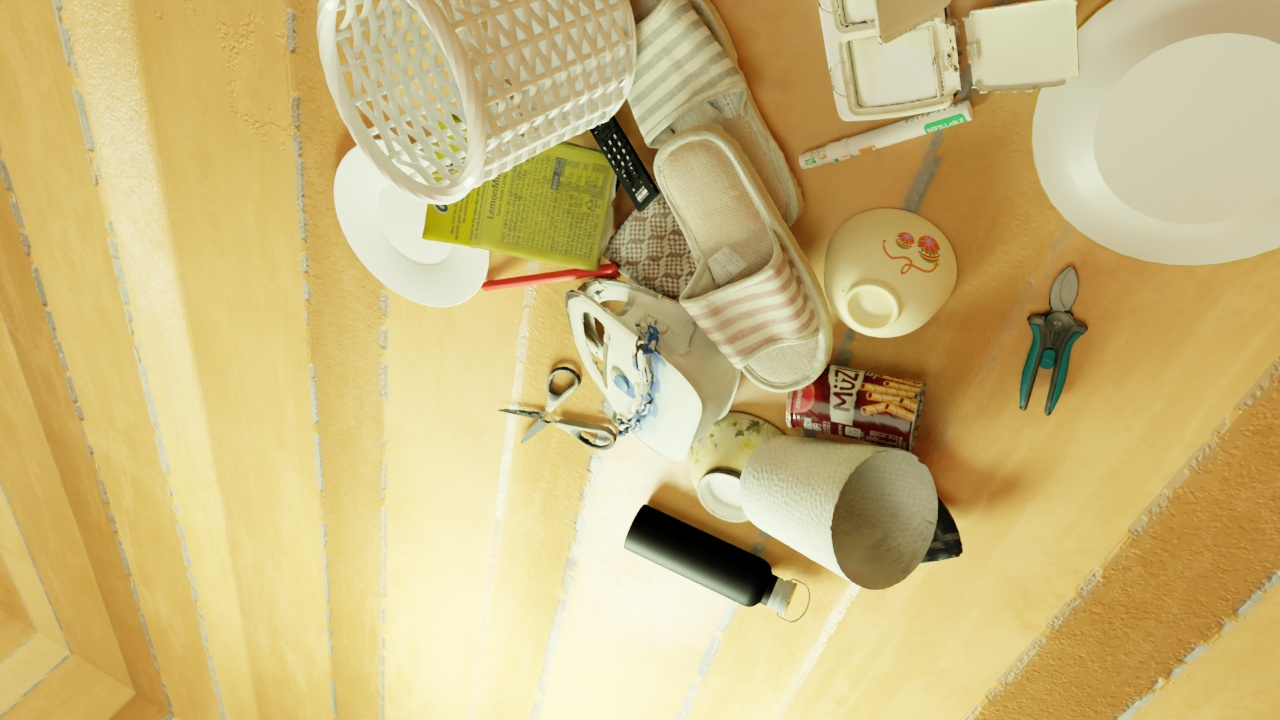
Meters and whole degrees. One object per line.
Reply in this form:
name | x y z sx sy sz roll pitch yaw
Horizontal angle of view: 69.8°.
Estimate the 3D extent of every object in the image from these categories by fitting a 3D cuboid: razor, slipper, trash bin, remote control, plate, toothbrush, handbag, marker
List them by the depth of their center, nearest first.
plate | 0.405 -0.166 0.659 0.230 0.021 0.230 15 130 19
marker | 0.201 -0.186 0.764 0.146 0.017 0.017 -11 117 35
slipper | 0.052 -0.220 0.801 0.115 0.053 0.273 -16 115 42
slipper | 0.087 -0.079 0.817 0.115 0.052 0.263 -16 113 30
remote control | -0.026 -0.203 0.847 0.030 0.009 0.140 -40 74 43
handbag | 0.059 -0.085 0.902 0.186 0.046 0.124 42 141 -5
trash bin | 0.187 0.139 0.912 0.161 0.133 0.133 11 135 60
razor | 0.272 0.151 0.946 0.140 0.063 0.053 50 153 2
handbag | -0.006 0.006 0.950 0.199 0.092 0.201 34 151 17
toothbrush | -0.100 -0.085 0.990 0.213 0.012 0.018 -2 136 42
plate | -0.259 -0.155 1.047 0.209 0.015 0.209 15 130 19

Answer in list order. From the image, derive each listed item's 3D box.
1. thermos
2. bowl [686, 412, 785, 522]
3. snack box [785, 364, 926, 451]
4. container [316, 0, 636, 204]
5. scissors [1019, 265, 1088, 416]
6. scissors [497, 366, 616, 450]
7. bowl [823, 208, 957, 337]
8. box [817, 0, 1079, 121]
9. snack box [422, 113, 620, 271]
thermos | 0.096 0.251 1.121 0.231 0.061 0.061 23 132 13
bowl | 0.106 0.133 1.025 0.145 0.063 0.145 16 129 20
snack box | 0.209 0.042 0.893 0.121 0.072 0.072 11 128 21
container | -0.131 -0.252 0.757 0.189 0.186 0.190 28 137 29
scissors | 0.366 -0.012 0.801 0.139 0.019 0.136 43 130 -4
scissors | -0.102 0.067 1.126 0.171 0.012 0.158 23 130 12
bowl | 0.212 -0.065 0.809 0.118 0.073 0.118 15 130 19
box | 0.211 -0.242 0.658 0.184 0.098 0.143 -1 122 31
snack box | -0.113 -0.161 0.893 0.181 0.045 0.121 11 110 -4
